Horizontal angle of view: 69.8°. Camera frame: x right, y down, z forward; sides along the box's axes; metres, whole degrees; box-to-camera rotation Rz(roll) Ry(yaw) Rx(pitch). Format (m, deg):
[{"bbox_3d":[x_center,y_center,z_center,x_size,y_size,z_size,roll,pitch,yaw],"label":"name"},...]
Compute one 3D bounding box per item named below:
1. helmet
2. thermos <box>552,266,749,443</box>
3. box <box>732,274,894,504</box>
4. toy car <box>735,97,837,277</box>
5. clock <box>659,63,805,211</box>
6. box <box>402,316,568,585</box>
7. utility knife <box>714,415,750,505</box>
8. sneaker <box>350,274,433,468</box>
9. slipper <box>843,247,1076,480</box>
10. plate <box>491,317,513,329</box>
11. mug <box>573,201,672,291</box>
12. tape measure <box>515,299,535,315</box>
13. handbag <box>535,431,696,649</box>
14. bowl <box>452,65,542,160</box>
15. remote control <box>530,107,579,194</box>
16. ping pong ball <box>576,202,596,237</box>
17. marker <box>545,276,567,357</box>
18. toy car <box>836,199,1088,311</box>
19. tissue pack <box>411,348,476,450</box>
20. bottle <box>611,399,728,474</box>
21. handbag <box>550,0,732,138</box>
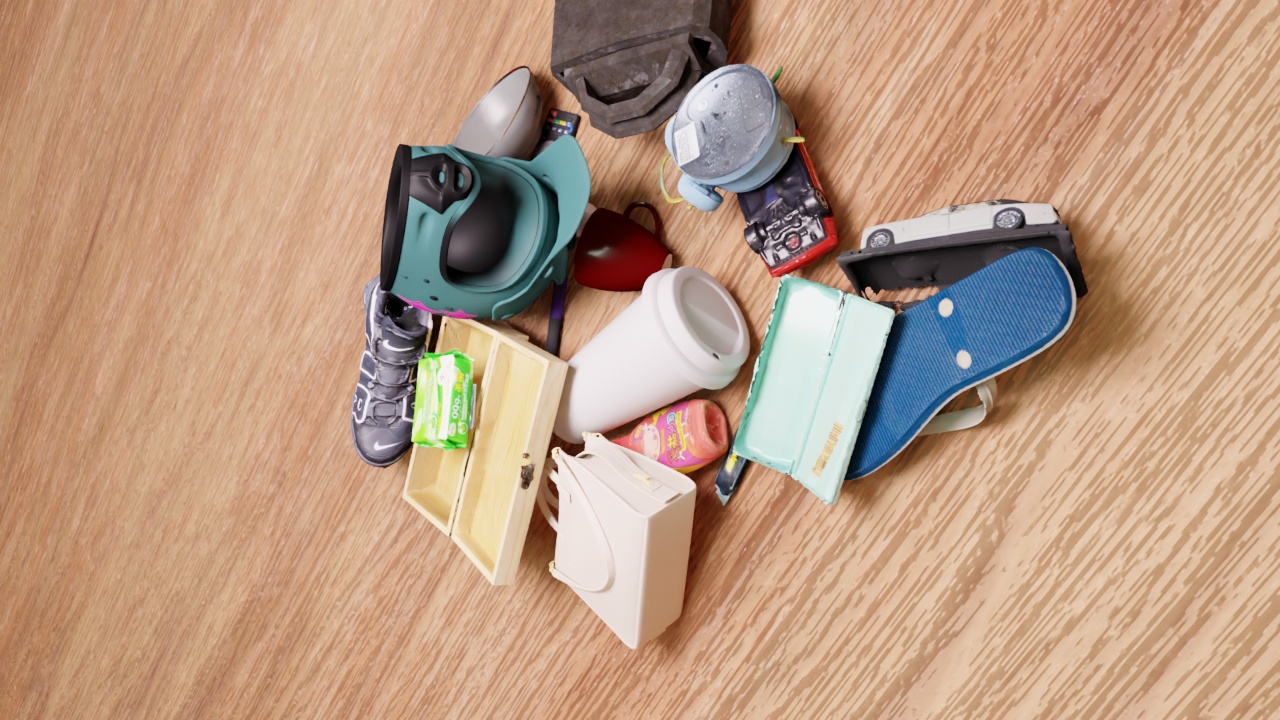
[{"bbox_3d":[-0.162,-0.141,0.973,0.275,0.200,0.176,147,126,-65],"label":"helmet"},{"bbox_3d":[-0.006,0.005,0.955,0.222,0.131,0.131,-33,71,36],"label":"thermos"},{"bbox_3d":[0.163,0.024,0.858,0.139,0.052,0.187,27,108,41],"label":"box"},{"bbox_3d":[0.133,-0.176,0.906,0.082,0.056,0.189,-29,63,28],"label":"toy car"},{"bbox_3d":[0.077,-0.212,0.888,0.162,0.060,0.118,-24,62,33],"label":"clock"},{"bbox_3d":[-0.180,0.087,1.042,0.253,0.068,0.247,27,106,55],"label":"box"},{"bbox_3d":[0.113,0.069,0.931,0.029,0.020,0.173,31,106,34],"label":"utility knife"},{"bbox_3d":[-0.296,0.004,1.116,0.151,0.097,0.252,160,113,-71],"label":"sneaker"},{"bbox_3d":[0.258,0.007,0.806,0.296,0.060,0.118,-43,55,43],"label":"slipper"},{"bbox_3d":[-0.203,0.019,1.141,0.157,0.014,0.157,-1,88,34],"label":"plate"},{"bbox_3d":[-0.008,-0.122,0.991,0.088,0.087,0.113,19,71,15],"label":"mug"},{"bbox_3d":[-0.144,-0.097,1.104,0.060,0.020,0.062,-43,67,24],"label":"tape measure"},{"bbox_3d":[-0.045,0.171,0.964,0.198,0.101,0.195,28,127,35],"label":"handbag"},{"bbox_3d":[-0.158,-0.270,1.084,0.151,0.056,0.150,-32,41,32],"label":"bowl"},{"bbox_3d":[-0.112,-0.228,1.089,0.045,0.021,0.140,23,96,30],"label":"remote control"},{"bbox_3d":[-0.066,-0.160,1.043,0.040,0.040,0.040,-2,87,33],"label":"ping pong ball"},{"bbox_3d":[-0.100,-0.035,1.075,0.018,0.015,0.134,12,95,53],"label":"marker"},{"bbox_3d":[0.280,-0.097,0.801,0.192,0.094,0.071,-5,55,34],"label":"toy car"},{"bbox_3d":[-0.225,0.046,1.045,0.100,0.034,0.114,-6,78,52],"label":"tissue pack"},{"bbox_3d":[0.026,0.089,0.966,0.134,0.048,0.071,-24,56,33],"label":"bottle"},{"bbox_3d":[0.006,-0.326,0.965,0.198,0.102,0.199,-4,70,33],"label":"handbag"}]
